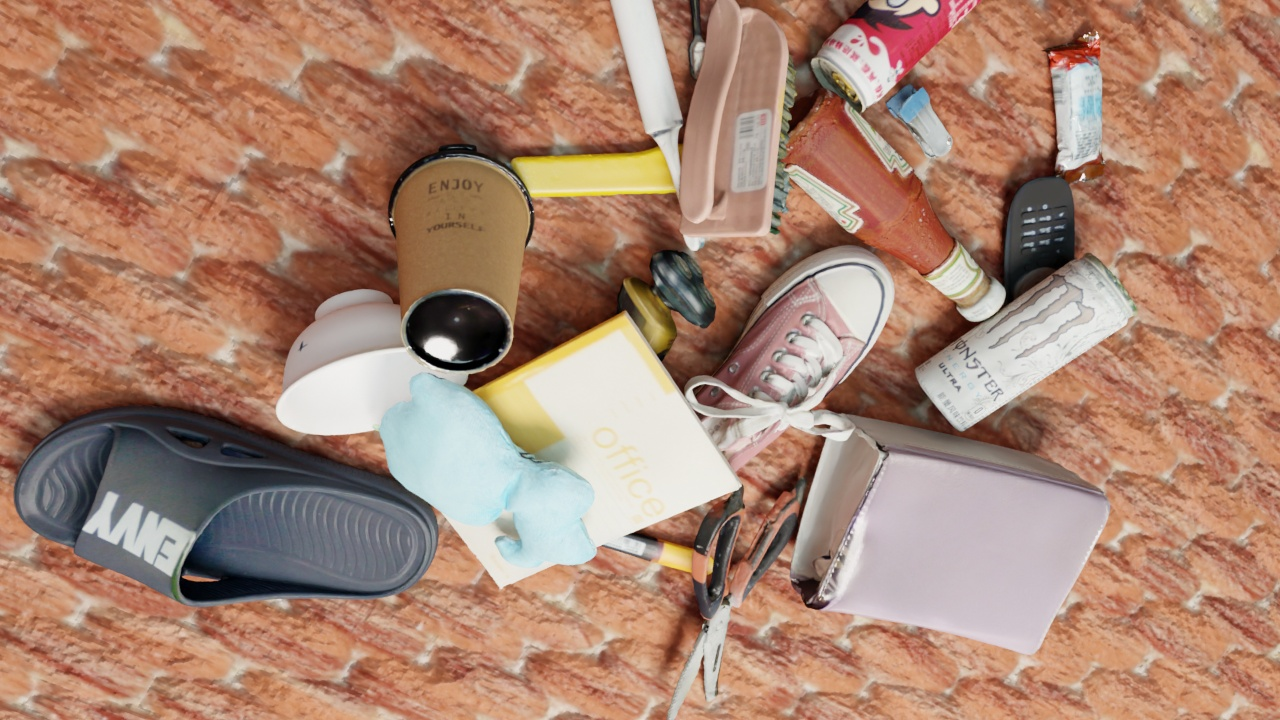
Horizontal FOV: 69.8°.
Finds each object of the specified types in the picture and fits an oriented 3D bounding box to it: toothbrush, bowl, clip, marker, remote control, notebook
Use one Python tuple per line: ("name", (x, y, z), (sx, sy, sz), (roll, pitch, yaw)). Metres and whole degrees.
("toothbrush", (0.008, -0.178, 0.589), (0.026, 0.027, 0.221), (-29, 107, -48))
("bowl", (-0.176, -0.006, 0.585), (0.118, 0.118, 0.064), (-18, 70, -6))
("clip", (0.199, -0.166, 0.645), (0.027, 0.044, 0.058), (-46, 113, 2))
("marker", (-0.002, 0.139, 0.693), (0.124, 0.015, 0.018), (18, 99, -12))
("toothbrush", (0.032, -0.273, 0.585), (0.015, 0.018, 0.181), (-6, 105, -1))
("remote control", (0.296, -0.070, 0.685), (0.053, 0.024, 0.136), (-9, 110, -4))
("notebook", (-0.056, 0.069, 0.623), (0.207, 0.010, 0.146), (-26, 110, 22))

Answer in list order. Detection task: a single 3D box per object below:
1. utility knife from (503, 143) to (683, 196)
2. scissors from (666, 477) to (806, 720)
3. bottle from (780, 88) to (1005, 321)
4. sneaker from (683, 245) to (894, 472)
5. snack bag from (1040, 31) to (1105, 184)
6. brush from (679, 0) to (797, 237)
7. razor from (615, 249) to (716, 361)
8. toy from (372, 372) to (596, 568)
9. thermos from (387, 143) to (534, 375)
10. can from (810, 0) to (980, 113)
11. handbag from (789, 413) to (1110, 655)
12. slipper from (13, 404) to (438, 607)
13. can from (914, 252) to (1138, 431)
("utility knife", (-0.022, -0.127, 0.615), (0.177, 0.015, 0.033), (-3, 98, -9))
("scissors", (0.064, 0.176, 0.684), (0.224, 0.015, 0.189), (-52, 144, -11))
("bottle", (0.177, -0.101, 0.637), (0.206, 0.059, 0.060), (38, 95, -18))
("sneaker", (0.091, 0.021, 0.638), (0.241, 0.088, 0.118), (-44, 108, 4))
("snack bag", (0.314, -0.178, 0.658), (0.045, 0.026, 0.105), (-17, 109, -15))
("brush", (0.059, -0.149, 0.572), (0.073, 0.063, 0.145), (10, 86, -51))
("razor", (-0.004, 0.004, 0.635), (0.067, 0.062, 0.168), (31, 104, 13))
("toy", (-0.105, 0.076, 0.601), (0.156, 0.049, 0.162), (8, 128, 10))
("thermos", (-0.109, -0.061, 0.553), (0.093, 0.143, 0.093), (-4, 131, -5))
("can", (0.177, -0.228, 0.605), (0.133, 0.053, 0.053), (-44, 108, 3))
("handbag", (0.224, 0.130, 0.688), (0.197, 0.098, 0.145), (13, 100, -15))
("slipper", (-0.265, 0.105, 0.599), (0.268, 0.083, 0.111), (16, 100, -16))
("can", (0.275, -0.012, 0.662), (0.147, 0.058, 0.058), (-38, 109, 17))
